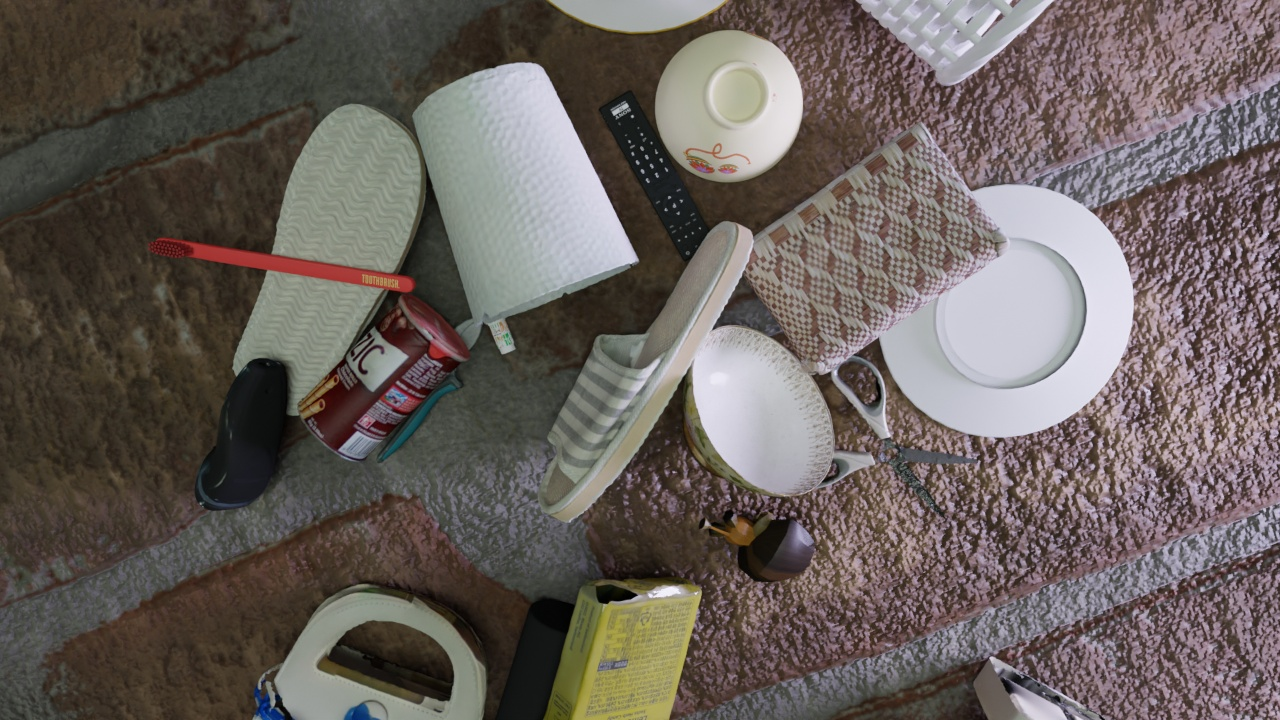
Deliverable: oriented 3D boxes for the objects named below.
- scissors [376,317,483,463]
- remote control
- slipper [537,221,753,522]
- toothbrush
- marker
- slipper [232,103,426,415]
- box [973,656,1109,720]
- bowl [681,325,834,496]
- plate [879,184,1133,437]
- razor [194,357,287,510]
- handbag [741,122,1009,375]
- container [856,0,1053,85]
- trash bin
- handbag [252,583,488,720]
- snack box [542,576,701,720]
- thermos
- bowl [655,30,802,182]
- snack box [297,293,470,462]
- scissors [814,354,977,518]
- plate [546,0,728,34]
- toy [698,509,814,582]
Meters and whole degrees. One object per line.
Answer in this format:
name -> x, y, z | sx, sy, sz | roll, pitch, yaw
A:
scissors -> -0.177, 0.027, 0.764 | 0.136, 0.019, 0.139 | -10, 97, 0
remote control -> 0.014, -0.148, 0.739 | 0.030, 0.009, 0.140 | -29, 97, 5
slipper -> -0.004, 0.004, 0.715 | 0.054, 0.114, 0.273 | 32, 98, -22
toothbrush -> -0.276, -0.073, 0.701 | 0.212, 0.017, 0.012 | 9, 108, 6
marker -> -0.134, -0.075, 0.748 | 0.017, 0.017, 0.145 | -20, 98, 3
slipper -> -0.249, -0.077, 0.733 | 0.115, 0.052, 0.263 | 29, 108, 0
box -> 0.333, 0.348, 0.727 | 0.143, 0.183, 0.099 | 28, 103, 0
bowl -> 0.080, 0.049, 0.726 | 0.145, 0.144, 0.063 | 44, 135, -6
plate -> 0.300, -0.038, 0.749 | 0.208, 0.015, 0.208 | 0, 99, 1
razor -> -0.322, 0.058, 0.744 | 0.064, 0.052, 0.141 | 36, 113, 33
handbag -> 0.178, -0.085, 0.727 | 0.186, 0.047, 0.124 | -34, 88, 7
container -> 0.209, -0.321, 0.621 | 0.187, 0.189, 0.189 | 40, 97, -4
trash bin -> -0.091, -0.124, 0.689 | 0.133, 0.133, 0.161 | -21, 93, 4
handbag -> -0.221, 0.295, 0.773 | 0.200, 0.093, 0.199 | 17, 92, -1
snack box -> -0.020, 0.263, 0.756 | 0.121, 0.045, 0.181 | 7, 100, -43
thermos -> -0.098, 0.324, 0.786 | 0.061, 0.061, 0.231 | 17, 98, -2
bowl -> 0.070, -0.197, 0.698 | 0.118, 0.074, 0.118 | 0, 99, 1
snack box -> -0.201, 0.014, 0.719 | 0.121, 0.072, 0.072 | -44, 96, 6
scissors -> 0.193, 0.071, 0.768 | 0.157, 0.012, 0.171 | -20, 97, 6
plate -> -0.002, -0.370, 0.699 | 0.230, 0.021, 0.230 | 0, 99, 1
toy -> 0.093, 0.148, 0.758 | 0.100, 0.062, 0.076 | 26, 135, -17
